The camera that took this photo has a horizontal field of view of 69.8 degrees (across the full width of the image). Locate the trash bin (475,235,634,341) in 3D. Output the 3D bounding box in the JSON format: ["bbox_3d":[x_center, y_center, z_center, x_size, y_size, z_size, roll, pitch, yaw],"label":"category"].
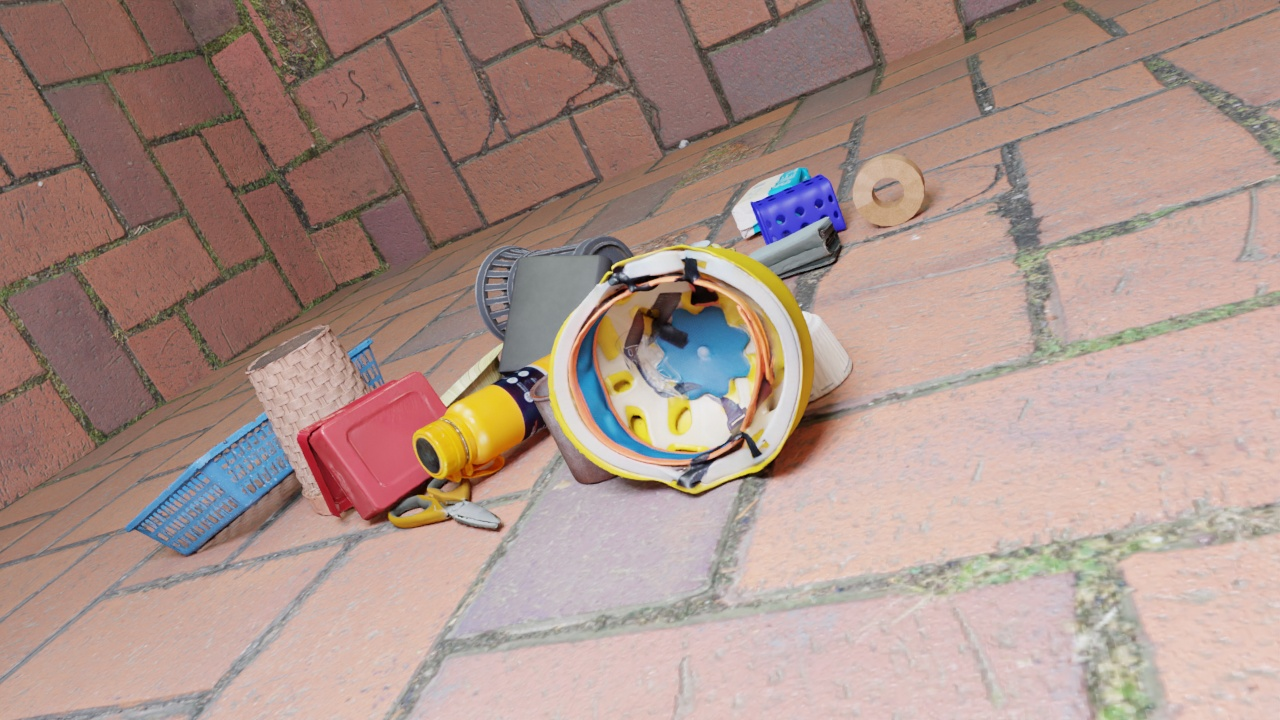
[{"bbox_3d":[-0.124,-0.113,1.447,0.228,0.164,0.163,-3,28,43],"label":"trash bin"}]

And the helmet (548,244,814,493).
[{"bbox_3d":[0.049,0.001,0.828,0.241,0.209,0.139,-18,4,33],"label":"helmet"}]

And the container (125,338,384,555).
[{"bbox_3d":[-0.536,0.130,1.340,0.258,0.089,0.361,-33,11,35],"label":"container"}]

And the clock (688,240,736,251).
[{"bbox_3d":[0.091,-0.152,1.422,0.119,0.057,0.083,-23,17,7],"label":"clock"}]

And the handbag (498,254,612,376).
[{"bbox_3d":[-0.081,-0.061,1.248,0.196,0.072,0.175,-6,64,28],"label":"handbag"}]

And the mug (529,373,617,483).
[{"bbox_3d":[-0.060,0.060,0.939,0.096,0.110,0.123,-32,17,-37],"label":"mug"}]

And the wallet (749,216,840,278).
[{"bbox_3d":[0.205,-0.146,1.261,0.132,0.054,0.100,-18,10,28],"label":"wallet"}]

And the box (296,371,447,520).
[{"bbox_3d":[-0.307,0.101,1.106,0.127,0.137,0.156,-4,25,47],"label":"box"}]

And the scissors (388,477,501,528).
[{"bbox_3d":[-0.210,0.165,0.988,0.113,0.016,0.229,-34,19,-22],"label":"scissors"}]

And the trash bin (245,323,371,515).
[{"bbox_3d":[-0.412,0.076,1.203,0.151,0.210,0.151,-23,18,8],"label":"trash bin"}]

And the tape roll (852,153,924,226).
[{"bbox_3d":[0.339,-0.232,1.251,0.094,0.094,0.027,-16,20,27],"label":"tape roll"}]

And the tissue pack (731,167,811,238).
[{"bbox_3d":[0.231,-0.274,1.571,0.117,0.066,0.208,-19,17,24],"label":"tissue pack"}]

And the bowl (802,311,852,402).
[{"bbox_3d":[0.145,-0.004,0.911,0.115,0.062,0.115,-23,17,7],"label":"bowl"}]

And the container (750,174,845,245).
[{"bbox_3d":[0.234,-0.215,1.363,0.114,0.085,0.084,-22,18,7],"label":"container"}]

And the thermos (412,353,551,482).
[{"bbox_3d":[-0.149,0.066,1.065,0.232,0.091,0.076,-30,2,-40],"label":"thermos"}]

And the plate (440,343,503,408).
[{"bbox_3d":[-0.245,0.053,1.284,0.184,0.036,0.184,-41,12,10],"label":"plate"}]
